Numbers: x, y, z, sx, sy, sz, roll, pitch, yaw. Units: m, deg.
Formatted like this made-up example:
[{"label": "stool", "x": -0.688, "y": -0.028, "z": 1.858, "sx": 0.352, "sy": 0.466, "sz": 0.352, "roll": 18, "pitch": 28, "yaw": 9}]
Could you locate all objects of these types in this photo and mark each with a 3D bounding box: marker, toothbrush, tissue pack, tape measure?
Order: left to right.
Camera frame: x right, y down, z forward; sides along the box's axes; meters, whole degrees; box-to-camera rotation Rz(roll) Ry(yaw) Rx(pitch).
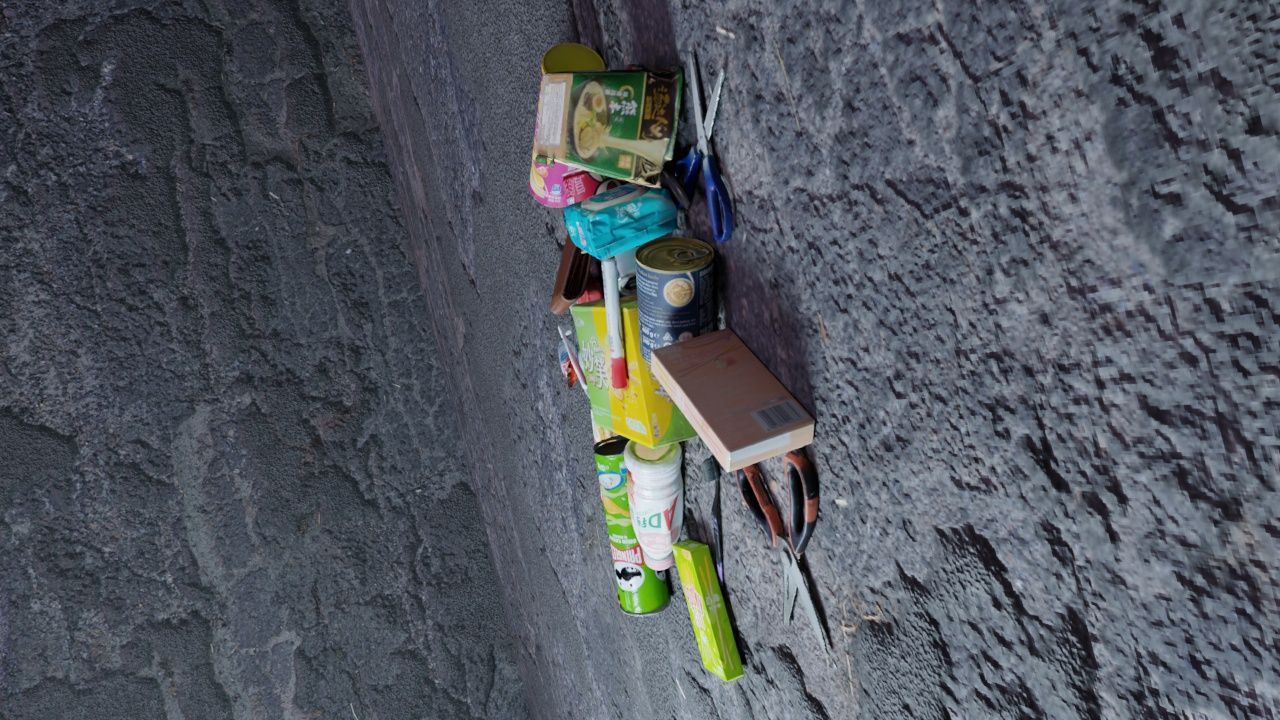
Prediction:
[{"label": "toothbrush", "x": -0.090, "y": -0.008, "z": 1.262, "sx": 0.180, "sy": 0.016, "sz": 0.016, "roll": -118, "pitch": 14, "yaw": -58}, {"label": "marker", "x": -0.027, "y": -0.040, "z": 0.955, "sx": 0.017, "sy": 0.017, "sz": 0.145, "roll": -141, "pitch": 43, "yaw": -60}, {"label": "tissue pack", "x": -0.023, "y": -0.149, "z": 0.950, "sx": 0.133, "sy": 0.093, "sz": 0.050, "roll": -140, "pitch": 29, "yaw": -68}, {"label": "tape measure", "x": -0.005, "y": -0.097, "z": 0.988, "sx": 0.066, "sy": 0.065, "sz": 0.033, "roll": 115, "pitch": 139, "yaw": -63}, {"label": "toothbrush", "x": 0.015, "y": -0.200, "z": 0.912, "sx": 0.181, "sy": 0.018, "sz": 0.016, "roll": -118, "pitch": 29, "yaw": -43}, {"label": "toothbrush", "x": 0.083, "y": 0.187, "z": 1.025, "sx": 0.014, "sy": 0.016, "sz": 0.189, "roll": -130, "pitch": 29, "yaw": -59}]

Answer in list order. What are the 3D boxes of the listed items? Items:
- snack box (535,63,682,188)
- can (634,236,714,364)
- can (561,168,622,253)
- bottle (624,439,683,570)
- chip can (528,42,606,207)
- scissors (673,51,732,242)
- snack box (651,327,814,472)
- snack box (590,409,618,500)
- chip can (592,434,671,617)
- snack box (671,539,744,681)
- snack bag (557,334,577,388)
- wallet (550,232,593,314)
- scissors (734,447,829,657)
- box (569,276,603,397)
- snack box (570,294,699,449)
[{"label": "snack box", "x": -0.037, "y": -0.231, "z": 0.877, "sx": 0.118, "sy": 0.105, "sz": 0.117, "roll": 29, "pitch": 115, "yaw": 59}, {"label": "can", "x": 0.034, "y": -0.054, "z": 0.895, "sx": 0.075, "sy": 0.075, "sz": 0.111, "roll": -131, "pitch": 31, "yaw": -52}, {"label": "can", "x": -0.049, "y": -0.174, "z": 1.052, "sx": 0.066, "sy": 0.066, "sz": 0.094, "roll": -175, "pitch": 71, "yaw": -70}, {"label": "bottle", "x": 0.020, "y": 0.178, "z": 1.123, "sx": 0.068, "sy": 0.068, "sz": 0.197, "roll": -127, "pitch": 26, "yaw": -49}, {"label": "chip can", "x": -0.092, "y": -0.273, "z": 1.094, "sx": 0.211, "sy": 0.071, "sz": 0.071, "roll": 112, "pitch": 140, "yaw": -60}, {"label": "scissors", "x": 0.056, "y": -0.187, "z": 0.834, "sx": 0.175, "sy": 0.012, "sz": 0.162, "roll": 136, "pitch": 120, "yaw": -68}, {"label": "snack box", "x": 0.078, "y": 0.030, "z": 0.820, "sx": 0.157, "sy": 0.084, "sz": 0.026, "roll": -127, "pitch": 26, "yaw": -48}, {"label": "snack box", "x": -0.040, "y": 0.150, "z": 1.320, "sx": 0.077, "sy": 0.027, "sz": 0.156, "roll": -137, "pitch": 38, "yaw": -59}, {"label": "chip can", "x": -0.011, "y": 0.221, "z": 1.226, "sx": 0.072, "sy": 0.072, "sz": 0.236, "roll": -155, "pitch": 54, "yaw": -66}, {"label": "snack box", "x": 0.078, "y": 0.293, "z": 1.089, "sx": 0.086, "sy": 0.026, "sz": 0.156, "roll": 159, "pitch": 96, "yaw": -75}, {"label": "snack bag", "x": -0.104, "y": -0.004, "z": 1.324, "sx": 0.104, "sy": 0.026, "sz": 0.048, "roll": -110, "pitch": 20, "yaw": -57}, {"label": "wallet", "x": -0.083, "y": -0.124, "z": 1.165, "sx": 0.101, "sy": 0.032, "sz": 0.124, "roll": 168, "pitch": 117, "yaw": -73}, {"label": "scissors", "x": 0.138, "y": 0.165, "z": 0.858, "sx": 0.189, "sy": 0.015, "sz": 0.225, "roll": 113, "pitch": 138, "yaw": -60}, {"label": "box", "x": -0.068, "y": -0.023, "z": 1.268, "sx": 0.158, "sy": 0.039, "sz": 0.201, "roll": -120, "pitch": 21, "yaw": -69}, {"label": "snack box", "x": -0.006, "y": 0.006, "z": 1.058, "sx": 0.210, "sy": 0.070, "sz": 0.158, "roll": -170, "pitch": 67, "yaw": -69}]
